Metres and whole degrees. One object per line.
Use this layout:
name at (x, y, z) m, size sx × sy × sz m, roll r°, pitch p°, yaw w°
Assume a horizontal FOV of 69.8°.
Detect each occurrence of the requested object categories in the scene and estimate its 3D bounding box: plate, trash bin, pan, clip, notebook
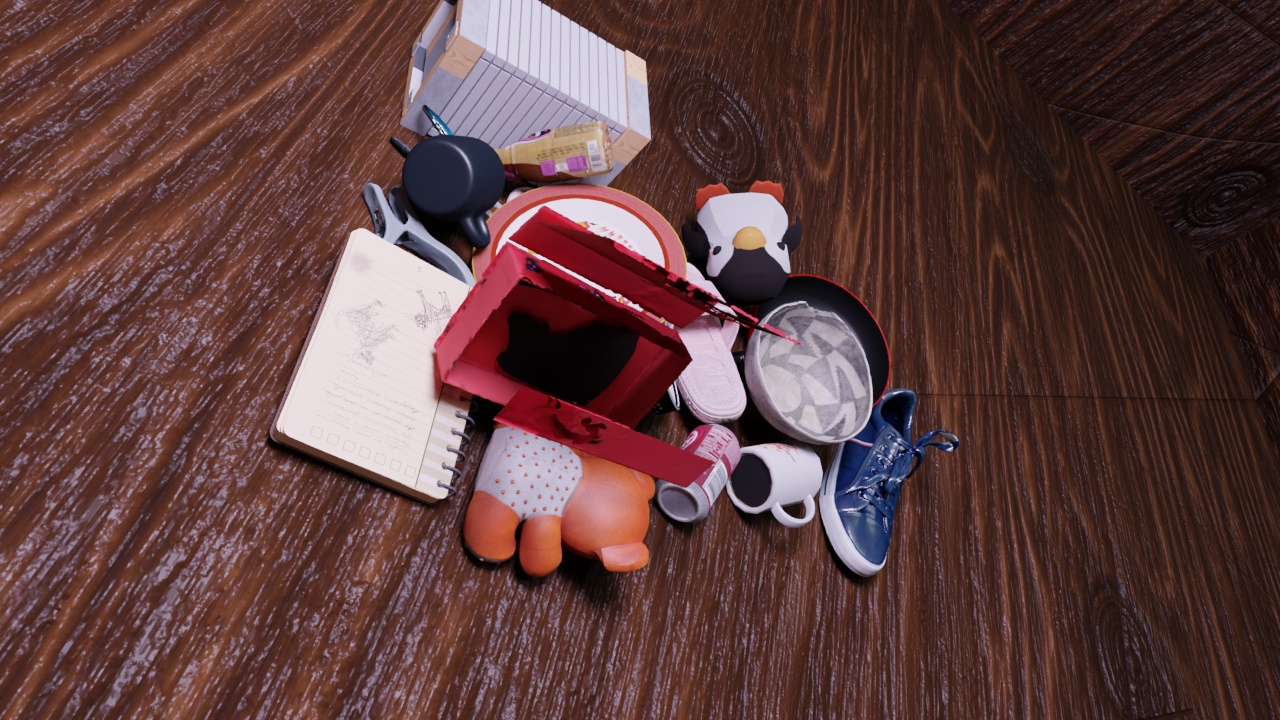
plate at (-0.065, -0.101, 0.989) m, size 0.230 × 0.021 × 0.229 m, roll 3°, pitch 56°, yaw -5°
trash bin at (-0.132, -0.318, 1.081) m, size 0.246 × 0.143 × 0.142 m, roll 21°, pitch 49°, yaw -31°
pan at (0.175, -0.005, 1.195) m, size 0.355 × 0.067 × 0.208 m, roll -10°, pitch 70°, yaw -28°
clip at (-0.249, -0.097, 0.901) m, size 0.174 × 0.030 × 0.158 m, roll 54°, pitch 39°, yaw 3°
notebook at (-0.217, 0.003, 0.833) m, size 0.167 × 0.024 × 0.225 m, roll 29°, pitch 52°, yaw -28°

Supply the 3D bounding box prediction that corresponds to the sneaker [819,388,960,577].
sneaker at (0.319, 0.142, 1.177) m, size 0.120 × 0.128 × 0.293 m, roll 38°, pitch 44°, yaw -14°

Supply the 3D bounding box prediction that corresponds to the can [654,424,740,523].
can at (0.064, 0.121, 1.000) m, size 0.063 × 0.063 × 0.113 m, roll 47°, pitch 40°, yaw -5°

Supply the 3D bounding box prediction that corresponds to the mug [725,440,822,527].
mug at (0.161, 0.145, 1.058) m, size 0.089 × 0.074 × 0.105 m, roll -3°, pitch 52°, yaw -44°

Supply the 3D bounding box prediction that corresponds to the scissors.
scissors at (-0.209, -0.217, 1.010) m, size 0.123 × 0.019 × 0.148 m, roll -6°, pitch 98°, yaw -5°

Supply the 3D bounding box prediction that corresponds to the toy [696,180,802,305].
toy at (0.136, -0.130, 1.188) m, size 0.159 × 0.140 × 0.183 m, roll -3°, pitch 35°, yaw 2°

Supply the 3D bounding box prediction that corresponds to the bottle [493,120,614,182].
bottle at (-0.115, -0.227, 1.032) m, size 0.059 × 0.166 × 0.059 m, roll -7°, pitch 89°, yaw -83°

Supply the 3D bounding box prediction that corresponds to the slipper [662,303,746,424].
slipper at (0.067, -0.037, 1.088) m, size 0.094 × 0.065 × 0.239 m, roll -3°, pitch 54°, yaw -21°

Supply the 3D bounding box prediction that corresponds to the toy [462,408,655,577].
toy at (-0.071, 0.129, 0.860) m, size 0.172 × 0.093 × 0.163 m, roll 23°, pitch 44°, yaw -12°

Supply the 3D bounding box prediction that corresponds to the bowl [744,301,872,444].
bowl at (0.189, 0.025, 1.106) m, size 0.178 × 0.081 × 0.178 m, roll 14°, pitch 62°, yaw -27°

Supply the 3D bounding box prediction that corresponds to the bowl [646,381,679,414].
bowl at (-0.006, 0.006, 1.007) m, size 0.120 × 0.066 × 0.120 m, roll -16°, pitch 89°, yaw -83°

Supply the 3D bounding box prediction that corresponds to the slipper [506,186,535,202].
slipper at (-0.054, -0.137, 1.067) m, size 0.221 × 0.056 × 0.106 m, roll 22°, pitch 51°, yaw -10°

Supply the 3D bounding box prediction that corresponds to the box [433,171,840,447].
box at (-0.013, -0.050, 0.806) m, size 0.211 × 0.319 × 0.121 m, roll 26°, pitch 49°, yaw -35°

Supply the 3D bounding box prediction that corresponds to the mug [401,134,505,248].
mug at (-0.187, -0.173, 0.952) m, size 0.094 × 0.085 × 0.121 m, roll -54°, pitch 122°, yaw -75°
